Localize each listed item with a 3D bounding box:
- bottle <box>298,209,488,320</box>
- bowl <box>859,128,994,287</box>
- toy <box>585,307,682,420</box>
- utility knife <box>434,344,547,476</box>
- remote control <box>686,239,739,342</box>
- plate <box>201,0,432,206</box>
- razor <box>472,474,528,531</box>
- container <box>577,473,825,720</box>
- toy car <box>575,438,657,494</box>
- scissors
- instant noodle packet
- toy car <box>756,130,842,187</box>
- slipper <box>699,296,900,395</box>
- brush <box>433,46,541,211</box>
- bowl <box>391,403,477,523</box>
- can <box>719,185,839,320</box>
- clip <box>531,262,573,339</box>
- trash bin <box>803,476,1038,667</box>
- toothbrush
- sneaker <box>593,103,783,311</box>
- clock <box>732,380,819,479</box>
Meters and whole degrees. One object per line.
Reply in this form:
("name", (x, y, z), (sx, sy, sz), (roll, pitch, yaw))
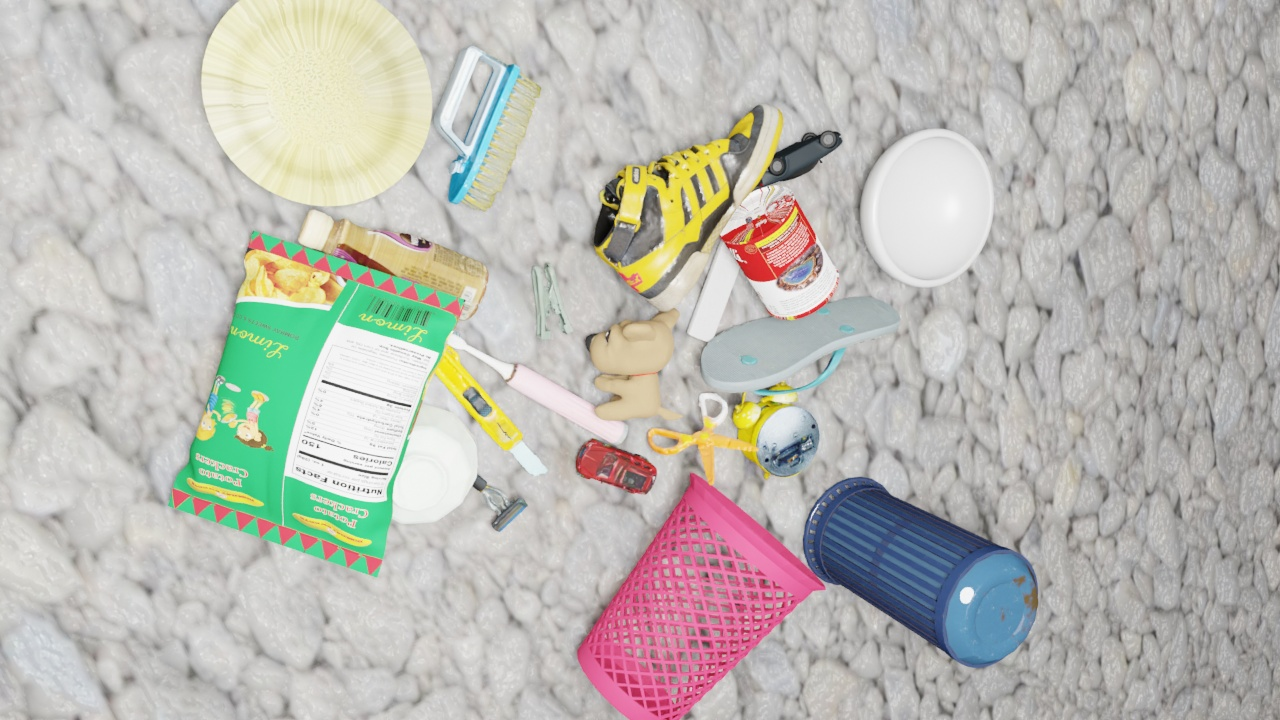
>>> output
("bottle", (-0.223, -0.090, 0.832), (0.166, 0.060, 0.059), (21, 91, -26))
("bowl", (0.317, -0.174, 1.055), (0.176, 0.066, 0.177), (-5, 102, -23))
("toy", (-0.006, 0.006, 0.935), (0.106, 0.134, 0.108), (6, 102, 17))
("utility knife", (-0.154, 0.049, 0.918), (0.030, 0.018, 0.191), (-39, 117, -3))
("remote control", (0.085, -0.085, 0.998), (0.033, 0.012, 0.131), (19, 92, -34))
("plate", (-0.276, -0.228, 0.793), (0.184, 0.036, 0.184), (-5, 102, -23))
("razor", (-0.176, 0.111, 0.916), (0.043, 0.022, 0.144), (-43, 109, 1))
("container", (0.052, 0.265, 0.975), (0.183, 0.183, 0.226), (40, 90, -25))
("toy car", (-0.026, 0.115, 0.978), (0.091, 0.036, 0.042), (23, 91, -21))
("scissors", (0.070, 0.078, 0.982), (0.127, 0.125, 0.011), (-61, 148, -33))
("instant noodle packet", (-0.282, 0.038, 0.794), (0.195, 0.090, 0.252), (18, 92, 3))
("toy car", (0.166, -0.216, 0.991), (0.112, 0.046, 0.034), (-30, 109, -15))
("slipper", (0.172, -0.013, 1.020), (0.268, 0.098, 0.055), (-21, 132, -28))
("brush", (-0.152, -0.209, 0.842), (0.075, 0.055, 0.136), (21, 91, -31))
("bowl", (-0.210, 0.105, 0.863), (0.117, 0.061, 0.117), (-3, 106, -12))
("can", (0.147, -0.112, 0.969), (0.086, 0.087, 0.116), (-46, 125, -10))
("clip", (-0.085, -0.060, 0.922), (0.050, 0.023, 0.078), (-1, 103, -26))
("trash bin", (0.312, 0.234, 1.032), (0.139, 0.250, 0.139), (-5, 102, -24))
("toothbrush", (-0.104, 0.026, 0.928), (0.222, 0.026, 0.027), (32, 106, -26))
("sneaker", (0.039, -0.179, 0.918), (0.122, 0.086, 0.238), (32, 84, -24))
("clock", (0.151, 0.075, 1.035), (0.083, 0.057, 0.119), (-28, 110, -17))
